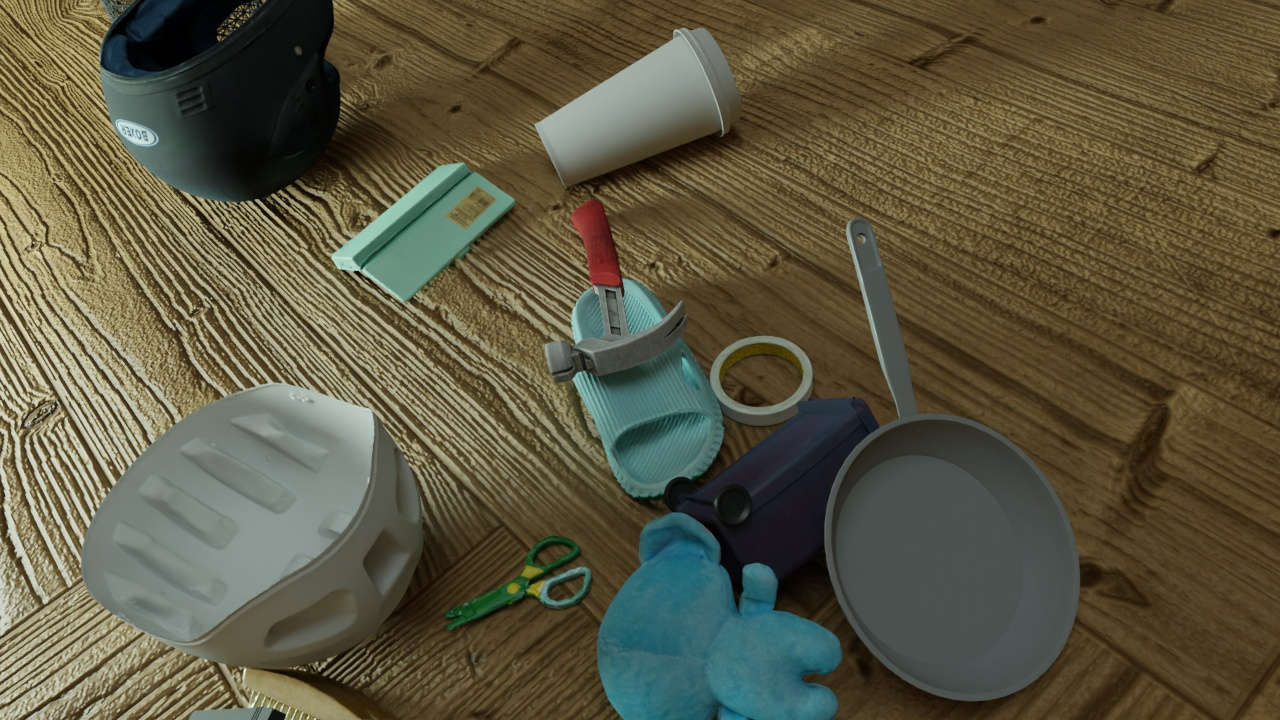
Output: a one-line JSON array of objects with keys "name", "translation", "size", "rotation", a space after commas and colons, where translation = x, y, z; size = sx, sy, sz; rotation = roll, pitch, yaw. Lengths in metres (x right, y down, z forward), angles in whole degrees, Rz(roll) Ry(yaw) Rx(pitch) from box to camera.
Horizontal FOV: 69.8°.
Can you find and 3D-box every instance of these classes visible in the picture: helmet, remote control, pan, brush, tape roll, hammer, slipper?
[{"name": "helmet", "translation": [-0.312, 0.132, 0.739], "size": [0.282, 0.184, 0.223], "rotation": [13, 48, 14]}, {"name": "remote control", "translation": [-0.311, 0.288, 0.678], "size": [0.134, 0.013, 0.058], "rotation": [-19, 41, 40]}, {"name": "helmet", "translation": [-0.490, -0.341, 1.133], "size": [0.249, 0.236, 0.315], "rotation": [16, 62, 22]}, {"name": "pan", "translation": [0.203, 0.065, 0.679], "size": [0.200, 0.051, 0.356], "rotation": [-9, 74, -18]}, {"name": "brush", "translation": [-0.250, 0.266, 0.705], "size": [0.117, 0.049, 0.039], "rotation": [15, 78, 22]}, {"name": "tape roll", "translation": [0.112, 0.018, 0.851], "size": [0.094, 0.019, 0.093], "rotation": [-6, 50, 7]}, {"name": "hammer", "translation": [-0.033, -0.088, 0.913], "size": [0.126, 0.036, 0.315], "rotation": [-14, 34, 2]}, {"name": "slipper", "translation": [-0.005, 0.005, 0.854], "size": [0.116, 0.069, 0.276], "rotation": [-21, 48, -2]}]

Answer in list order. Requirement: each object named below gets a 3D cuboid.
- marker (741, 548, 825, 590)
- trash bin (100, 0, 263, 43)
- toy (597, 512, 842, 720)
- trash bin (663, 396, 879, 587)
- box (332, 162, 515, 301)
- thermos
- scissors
[{"name": "marker", "translation": [0.139, 0.150, 0.739], "size": [0.132, 0.014, 0.014], "rotation": [-24, 50, -8]}, {"name": "trash bin", "translation": [-0.610, -0.458, 1.257], "size": [0.217, 0.243, 0.216], "rotation": [-6, 50, 7]}, {"name": "toy", "translation": [0.057, 0.205, 0.651], "size": [0.181, 0.114, 0.183], "rotation": [2, 80, 26]}, {"name": "trash bin", "translation": [0.116, 0.097, 0.717], "size": [0.160, 0.092, 0.094], "rotation": [-34, 10, -20]}, {"name": "box", "translation": [-0.253, -0.156, 1.062], "size": [0.138, 0.057, 0.186], "rotation": [22, 59, 34]}, {"name": "thermos", "translation": [-0.006, -0.287, 1.071], "size": [0.222, 0.131, 0.131], "rotation": [-26, 50, 0]}, {"name": "scissors", "translation": [-0.101, 0.195, 0.756], "size": [0.130, 0.014, 0.071], "rotation": [-29, 51, -13]}]
